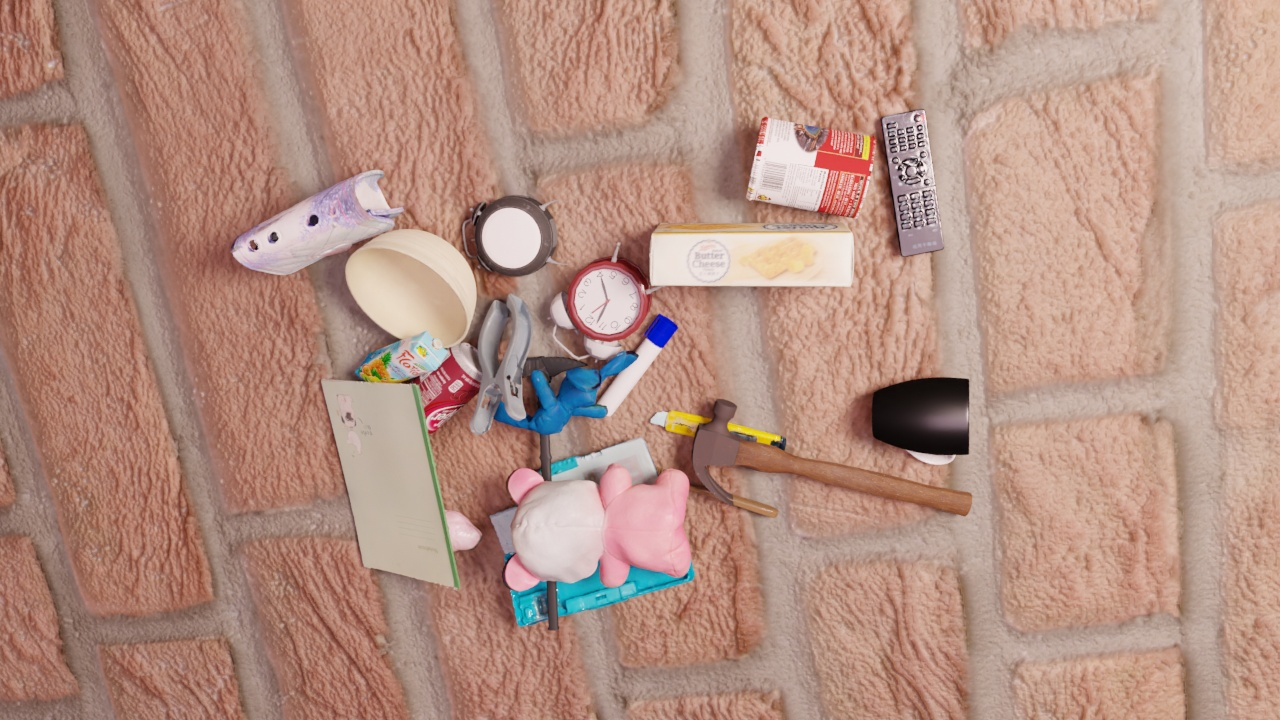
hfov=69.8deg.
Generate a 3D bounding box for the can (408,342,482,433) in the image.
[{"bbox_3d":[-0.233,0.034,1.083,0.114,0.063,0.063,-40,96,15],"label":"can"}]

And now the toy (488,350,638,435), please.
[{"bbox_3d":[-0.089,0.041,1.023,0.177,0.112,0.071,-25,76,19],"label":"toy"}]

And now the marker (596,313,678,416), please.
[{"bbox_3d":[-0.006,0.006,1.065,0.027,0.023,0.133,35,106,-6],"label":"marker"}]

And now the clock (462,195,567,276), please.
[{"bbox_3d":[-0.147,-0.140,1.037,0.123,0.043,0.091,-4,103,9],"label":"clock"}]

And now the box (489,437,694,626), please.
[{"bbox_3d":[-0.065,0.208,1.108,0.227,0.056,0.185,-19,83,15],"label":"box"}]

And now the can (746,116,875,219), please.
[{"bbox_3d":[0.176,-0.201,0.956,0.116,0.086,0.087,11,105,4],"label":"can"}]

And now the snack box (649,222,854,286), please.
[{"bbox_3d":[0.117,-0.114,0.976,0.208,0.104,0.057,1,104,7],"label":"snack box"}]

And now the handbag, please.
[{"bbox_3d":[-0.356,-0.149,1.021,0.159,0.126,0.069,-21,102,11],"label":"handbag"}]

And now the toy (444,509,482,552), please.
[{"bbox_3d":[-0.255,0.210,1.137,0.099,0.052,0.096,-36,85,15],"label":"toy"}]

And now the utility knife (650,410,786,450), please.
[{"bbox_3d":[0.092,0.086,1.078,0.163,0.017,0.030,13,95,7],"label":"utility knife"}]

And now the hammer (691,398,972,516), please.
[{"bbox_3d":[0.218,0.131,1.053,0.323,0.033,0.115,13,105,0],"label":"hammer"}]

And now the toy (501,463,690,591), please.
[{"bbox_3d":[-0.050,0.187,1.029,0.213,0.084,0.142,-1,87,7],"label":"toy"}]

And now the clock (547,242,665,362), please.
[{"bbox_3d":[-0.042,-0.061,1.041,0.096,0.048,0.138,42,104,-4],"label":"clock"}]

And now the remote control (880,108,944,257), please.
[{"bbox_3d":[0.290,-0.188,0.979,0.047,0.022,0.150,-9,101,10],"label":"remote control"}]

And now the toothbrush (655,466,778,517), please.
[{"bbox_3d":[0.084,0.156,1.095,0.167,0.016,0.016,17,106,4],"label":"toothbrush"}]

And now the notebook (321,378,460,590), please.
[{"bbox_3d":[-0.301,0.146,1.104,0.182,0.010,0.253,1,106,37],"label":"notebook"}]

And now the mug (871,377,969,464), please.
[{"bbox_3d":[0.311,0.073,1.018,0.100,0.084,0.119,0,134,20],"label":"mug"}]

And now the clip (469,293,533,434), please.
[{"bbox_3d":[-0.143,-0.003,1.019,0.108,0.028,0.163,-19,58,41],"label":"clip"}]

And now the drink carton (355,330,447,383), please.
[{"bbox_3d":[-0.277,0.002,1.064,0.129,0.038,0.044,-16,125,40],"label":"drink carton"}]

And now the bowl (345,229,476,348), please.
[{"bbox_3d":[-0.246,-0.092,1.035,0.151,0.075,0.151,16,141,13],"label":"bowl"}]

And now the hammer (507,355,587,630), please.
[{"bbox_3d":[-0.103,0.157,1.084,0.095,0.015,0.325,-2,91,9],"label":"hammer"}]
